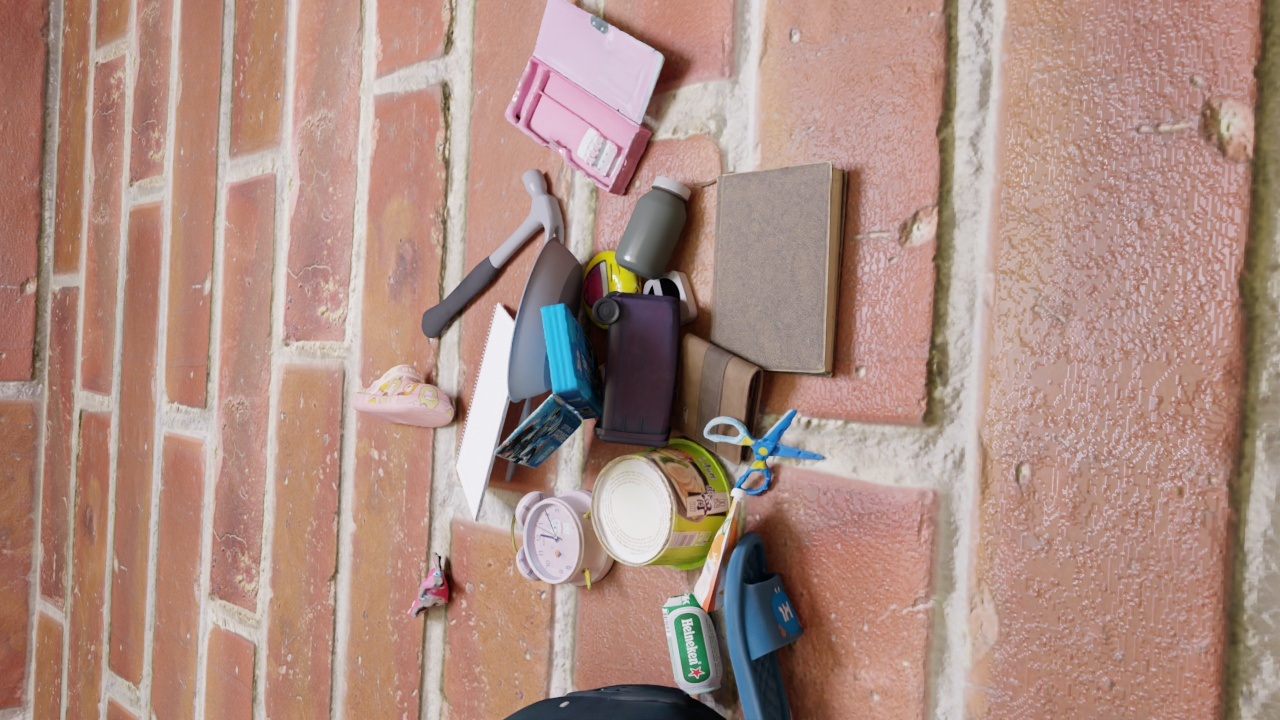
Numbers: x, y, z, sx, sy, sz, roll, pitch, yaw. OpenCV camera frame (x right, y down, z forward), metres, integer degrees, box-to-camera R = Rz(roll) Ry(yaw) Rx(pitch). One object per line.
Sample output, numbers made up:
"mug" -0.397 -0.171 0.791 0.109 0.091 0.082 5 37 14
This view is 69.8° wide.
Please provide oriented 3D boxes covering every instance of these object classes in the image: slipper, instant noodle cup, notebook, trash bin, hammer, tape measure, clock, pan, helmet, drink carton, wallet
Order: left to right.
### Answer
"slipper" -0.341 0.049 1.336 0.198 0.093 0.081 -3 67 43
"hammer" -0.211 -0.119 1.257 0.312 0.029 0.125 -38 65 34
"notebook" -0.198 0.061 1.197 0.178 0.013 0.246 -138 61 -65
"pan" -0.127 0.019 1.127 0.051 0.200 0.357 14 123 5
"clock" -0.103 0.218 1.132 0.158 0.058 0.116 -1 87 41
"helmet" -0.015 0.454 0.932 0.317 0.235 0.249 -11 81 42
"trash bin" -0.006 0.009 1.007 0.092 0.093 0.161 5 99 4
"instant noodle cup" 0.018 0.160 1.003 0.146 0.097 0.146 -2 87 41
"tape measure" 0.031 -0.066 1.053 0.064 0.016 0.065 -22 74 38
"wallet" 0.080 0.042 0.979 0.099 0.026 0.121 28 127 35
"drink carton" 0.086 0.195 0.946 0.039 0.069 0.122 15 123 9
"notebook" 0.123 -0.096 0.963 0.190 0.034 0.215 5 92 42
"slipper" 0.124 0.277 0.906 0.059 0.103 0.213 -12 78 26

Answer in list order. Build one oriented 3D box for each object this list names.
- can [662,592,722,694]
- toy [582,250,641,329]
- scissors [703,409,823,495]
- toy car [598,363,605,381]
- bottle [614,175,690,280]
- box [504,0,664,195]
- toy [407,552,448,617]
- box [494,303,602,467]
"can" 0.057 0.305 0.994 0.053 0.053 0.101 -20 75 39
"toy" -0.035 -0.084 1.096 0.094 0.041 0.095 -7 85 46
"scissors" 0.121 0.087 0.945 0.127 0.015 0.126 33 124 -1
"toy car" -0.007 0.006 1.077 0.090 0.025 0.038 -27 72 37
"bottle" 0.016 -0.149 1.035 0.060 0.060 0.108 23 90 39
"box" -0.066 -0.330 1.132 0.232 0.039 0.179 43 119 34
"toy" -0.296 0.330 1.310 0.103 0.050 0.065 -57 20 28
"box" -0.082 0.044 1.010 0.071 0.243 0.170 18 82 6
